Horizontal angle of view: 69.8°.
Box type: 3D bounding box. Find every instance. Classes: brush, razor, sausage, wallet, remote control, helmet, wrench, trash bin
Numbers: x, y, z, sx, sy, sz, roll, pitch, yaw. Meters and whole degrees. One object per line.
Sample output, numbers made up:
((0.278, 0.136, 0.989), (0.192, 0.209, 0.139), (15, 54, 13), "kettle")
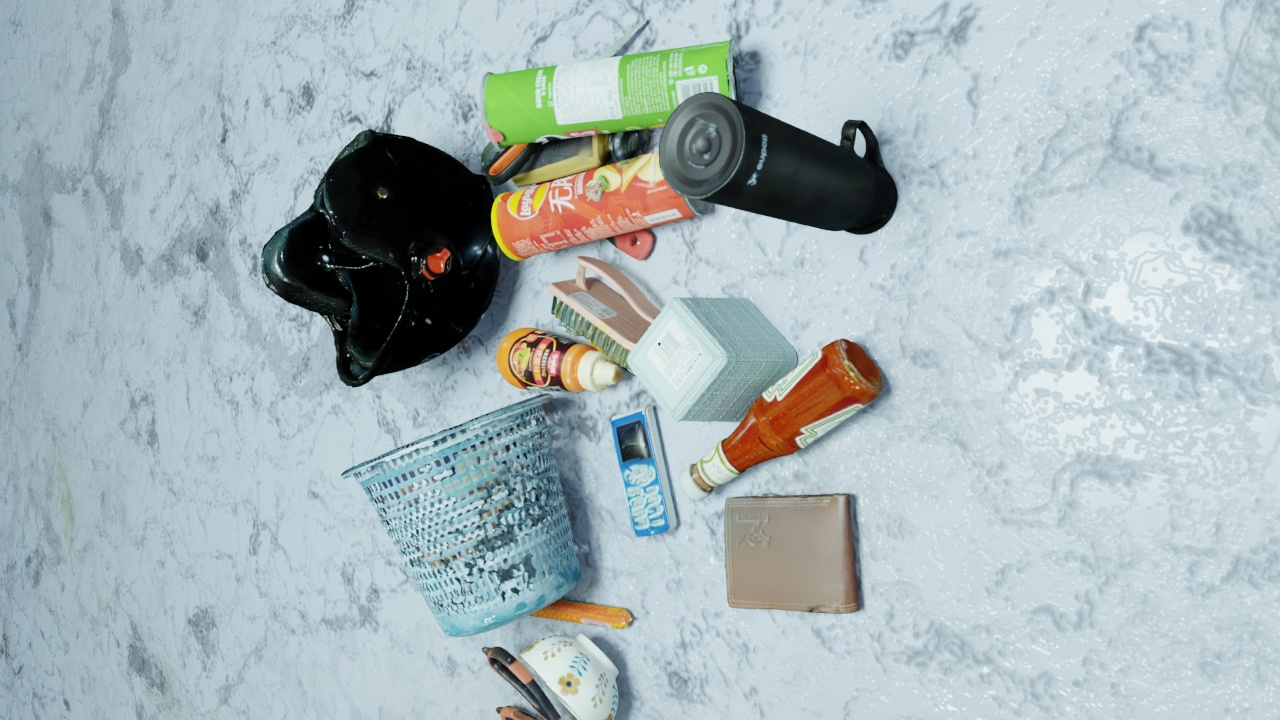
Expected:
((-0.022, -0.044, 0.900), (0.146, 0.063, 0.073), (37, 122, 32), "brush")
((-0.066, -0.206, 0.937), (0.168, 0.062, 0.067), (-9, 118, 35), "razor")
((-0.072, 0.265, 0.966), (0.165, 0.021, 0.021), (-5, 87, 39), "sausage")
((0.130, 0.166, 0.799), (0.125, 0.032, 0.101), (-8, 82, 38), "wallet")
((0.003, 0.109, 0.904), (0.049, 0.024, 0.125), (-19, 79, 37), "remote control")
((-0.262, -0.109, 0.990), (0.234, 0.229, 0.274), (-19, 77, 52), "helmet")
((-0.082, -0.179, 0.979), (0.273, 0.016, 0.056), (35, 108, 33), "wrench")
((-0.162, 0.163, 0.937), (0.227, 0.226, 0.195), (-22, 89, 37), "trash bin")

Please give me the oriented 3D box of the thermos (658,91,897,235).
((0.113, -0.147, 0.676), (0.068, 0.242, 0.090), (10, 97, 38), "thermos")

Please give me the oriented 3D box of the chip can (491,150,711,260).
((-0.041, -0.151, 0.891), (0.217, 0.073, 0.073), (-9, 84, 30), "chip can")

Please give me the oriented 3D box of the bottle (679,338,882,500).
((0.113, 0.059, 0.794), (0.207, 0.059, 0.059), (-40, 66, 32), "bottle")

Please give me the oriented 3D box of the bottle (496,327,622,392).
((-0.080, 0.005, 0.946), (0.150, 0.066, 0.067), (10, 96, 37), "bottle")

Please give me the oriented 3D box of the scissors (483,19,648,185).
((-0.085, -0.263, 0.946), (0.221, 0.021, 0.228), (23, 77, 51), "scissors")

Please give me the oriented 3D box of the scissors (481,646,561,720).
((-0.093, 0.382, 0.957), (0.227, 0.015, 0.189), (-14, 106, 49), "scissors")

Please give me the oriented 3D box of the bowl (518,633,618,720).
((-0.061, 0.316, 0.920), (0.062, 0.113, 0.113), (-43, 55, -18), "bowl")

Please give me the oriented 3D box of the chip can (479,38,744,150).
((-0.026, -0.242, 0.841), (0.236, 0.072, 0.072), (-3, 88, 15), "chip can")

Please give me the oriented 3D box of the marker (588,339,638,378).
((-0.005, 0.005, 0.918), (0.124, 0.015, 0.018), (34, 133, 32), "marker")

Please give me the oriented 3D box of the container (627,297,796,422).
((0.060, 0.000, 0.803), (0.090, 0.111, 0.090), (51, 119, 27), "container")
